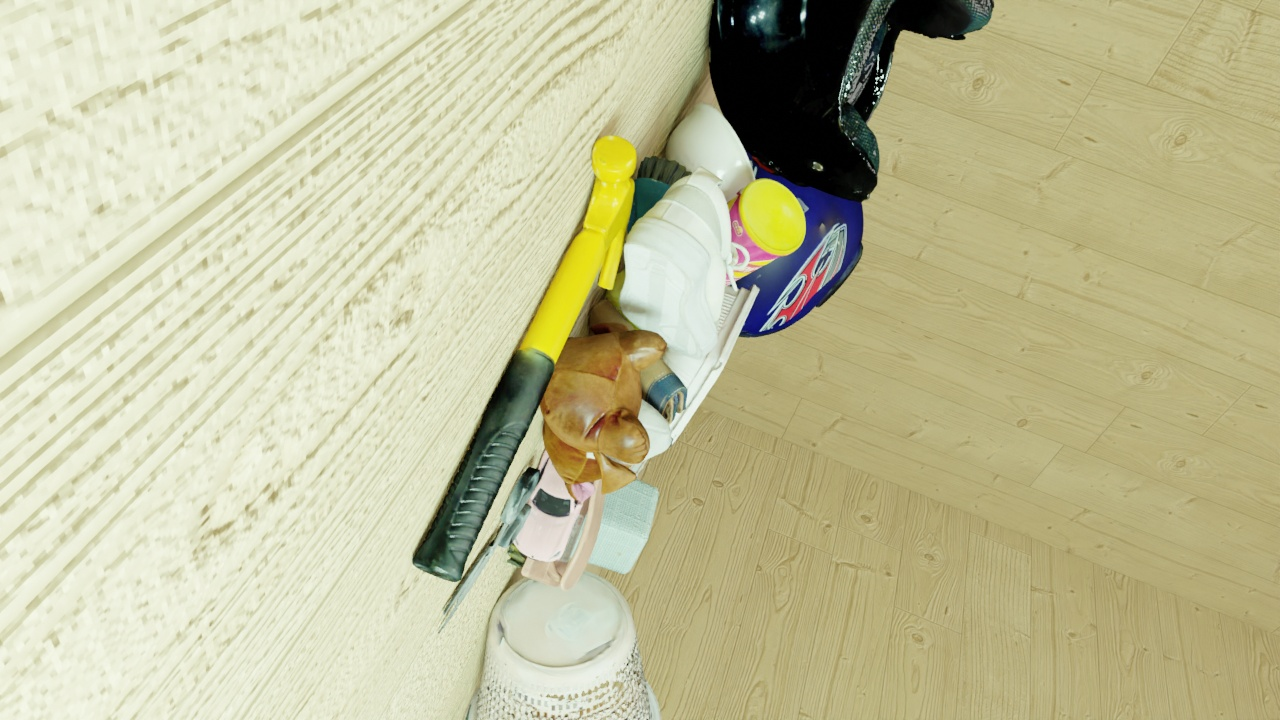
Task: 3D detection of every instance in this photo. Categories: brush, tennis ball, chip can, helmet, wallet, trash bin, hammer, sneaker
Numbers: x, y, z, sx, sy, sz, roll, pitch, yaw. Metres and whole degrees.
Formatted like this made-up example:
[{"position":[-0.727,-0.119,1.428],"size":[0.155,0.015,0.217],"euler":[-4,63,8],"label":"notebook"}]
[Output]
[{"position":[0.012,-0.122,0.813],"size":[0.144,0.055,0.073],"euler":[91,20,-77],"label":"brush"},{"position":[-0.001,-0.058,0.884],"size":[0.065,0.065,0.065],"euler":[24,88,-85],"label":"tennis ball"},{"position":[0.065,-0.099,0.892],"size":[0.211,0.071,0.071],"euler":[-28,-148,55],"label":"chip can"},{"position":[0.177,-0.292,0.875],"size":[0.233,0.230,0.275],"euler":[-53,171,-10],"label":"helmet"},{"position":[-0.072,0.154,0.922],"size":[0.063,0.073,0.145],"euler":[42,66,-54],"label":"brush"},{"position":[-0.005,0.005,0.852],"size":[0.033,0.115,0.090],"euler":[-37,163,-18],"label":"wallet"},{"position":[0.161,-0.150,1.263],"size":[0.316,0.247,0.239],"euler":[-59,176,29],"label":"helmet"},{"position":[-0.085,0.345,1.002],"size":[0.226,0.228,0.192],"euler":[-62,159,-53],"label":"trash bin"},{"position":[-0.069,0.000,0.606],"size":[0.129,0.033,0.300],"euler":[96,16,-67],"label":"hammer"},{"position":[0.038,-0.077,0.760],"size":[0.090,0.089,0.242],"euler":[-59,168,-14],"label":"sneaker"}]

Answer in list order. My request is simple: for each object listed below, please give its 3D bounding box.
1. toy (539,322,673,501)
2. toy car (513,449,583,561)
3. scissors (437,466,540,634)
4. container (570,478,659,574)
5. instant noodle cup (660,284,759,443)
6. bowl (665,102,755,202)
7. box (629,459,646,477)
[{"position":[-0.029,0.047,0.787],"size":[0.200,0.130,0.140],"euler":[122,-17,-64],"label":"toy"},{"position":[-0.081,0.132,0.880],"size":[0.037,0.056,0.122],"euler":[89,20,-75],"label":"toy car"},{"position":[-0.127,0.164,0.786],"size":[0.156,0.014,0.168],"euler":[91,21,-73],"label":"scissors"},{"position":[-0.047,0.174,1.026],"size":[0.090,0.111,0.090],"euler":[-73,-174,-47],"label":"container"},{"position":[0.058,-0.008,0.991],"size":[0.138,0.060,0.173],"euler":[-60,178,42],"label":"instant noodle cup"},{"position":[0.055,-0.181,0.892],"size":[0.064,0.118,0.118],"euler":[-29,166,-10],"label":"bowl"},{"position":[-0.011,0.032,1.070],"size":[0.178,0.105,0.261],"euler":[-62,177,-47],"label":"box"}]
